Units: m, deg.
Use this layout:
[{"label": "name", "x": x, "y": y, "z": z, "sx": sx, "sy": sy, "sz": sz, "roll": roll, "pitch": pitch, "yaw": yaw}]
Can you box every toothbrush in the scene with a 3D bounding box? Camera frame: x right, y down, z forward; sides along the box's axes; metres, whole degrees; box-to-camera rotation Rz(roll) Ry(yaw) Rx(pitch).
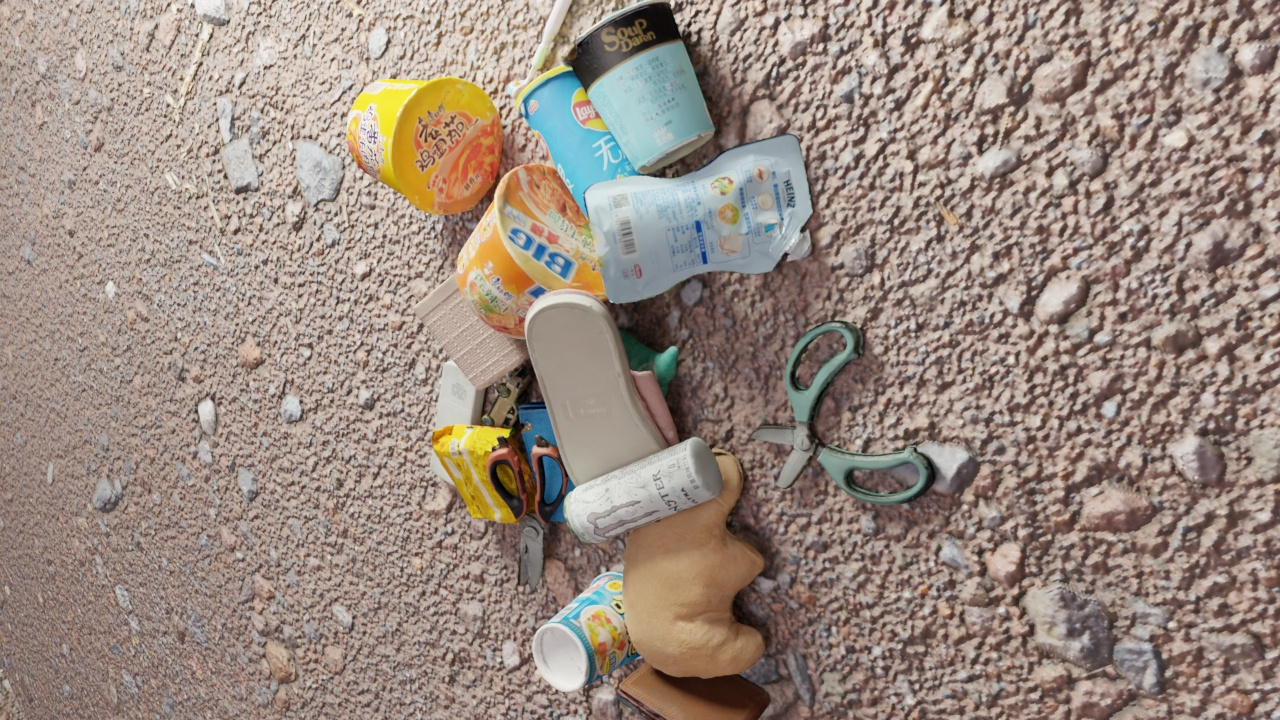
[{"label": "toothbrush", "x": -0.082, "y": -0.339, "z": 0.891, "sx": 0.021, "sy": 0.029, "sz": 0.190, "roll": 24, "pitch": 120, "yaw": -16}]

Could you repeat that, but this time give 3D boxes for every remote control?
[{"label": "remote control", "x": -0.213, "y": 0.074, "z": 1.074, "sx": 0.058, "sy": 0.021, "sz": 0.150, "roll": 25, "pitch": 114, "yaw": 29}]

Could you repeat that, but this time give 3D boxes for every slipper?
[{"label": "slipper", "x": -0.033, "y": 0.045, "z": 0.872, "sx": 0.114, "sy": 0.054, "sz": 0.274, "roll": -12, "pitch": 124, "yaw": 15}]

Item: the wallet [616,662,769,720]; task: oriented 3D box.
[{"label": "wallet", "x": 0.051, "y": 0.332, "z": 0.895, "sx": 0.125, "sy": 0.101, "sz": 0.032, "roll": 23, "pitch": 115, "yaw": 29}]

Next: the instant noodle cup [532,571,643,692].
[{"label": "instant noodle cup", "x": -0.048, "y": 0.279, "z": 0.930, "sx": 0.099, "sy": 0.109, "sz": 0.099, "roll": 8, "pitch": 104, "yaw": 34}]

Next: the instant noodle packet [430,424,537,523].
[{"label": "instant noodle packet", "x": -0.166, "y": 0.125, "z": 1.016, "sx": 0.111, "sy": 0.044, "sz": 0.128, "roll": 0, "pitch": 125, "yaw": 30}]

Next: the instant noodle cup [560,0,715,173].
[{"label": "instant noodle cup", "x": 0.005, "y": -0.233, "z": 0.805, "sx": 0.111, "sy": 0.111, "sz": 0.120, "roll": -24, "pitch": 94, "yaw": 36}]

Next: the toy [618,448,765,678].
[{"label": "toy", "x": 0.048, "y": 0.198, "z": 0.882, "sx": 0.143, "sy": 0.082, "sz": 0.226, "roll": -1, "pitch": 100, "yaw": 7}]

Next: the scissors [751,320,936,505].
[{"label": "scissors", "x": 0.182, "y": 0.061, "z": 0.793, "sx": 0.180, "sy": 0.019, "sz": 0.170, "roll": 32, "pitch": 116, "yaw": 24}]

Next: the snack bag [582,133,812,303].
[{"label": "snack bag", "x": 0.053, "y": -0.119, "z": 0.787, "sx": 0.191, "sy": 0.039, "sz": 0.110, "roll": -13, "pitch": 89, "yaw": 3}]

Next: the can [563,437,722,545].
[{"label": "can", "x": 0.002, "y": 0.123, "z": 0.855, "sx": 0.147, "sy": 0.058, "sz": 0.058, "roll": -26, "pitch": 85, "yaw": 25}]

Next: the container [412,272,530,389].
[{"label": "container", "x": -0.160, "y": -0.040, "z": 0.960, "sx": 0.090, "sy": 0.090, "sz": 0.111, "roll": -31, "pitch": 96, "yaw": 33}]

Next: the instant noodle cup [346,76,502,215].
[{"label": "instant noodle cup", "x": -0.231, "y": -0.230, "z": 0.956, "sx": 0.110, "sy": 0.137, "sz": 0.138, "roll": 23, "pitch": 113, "yaw": 38}]

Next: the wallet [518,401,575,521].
[{"label": "wallet", "x": -0.074, "y": 0.107, "z": 0.971, "sx": 0.107, "sy": 0.040, "sz": 0.133, "roll": -4, "pitch": 106, "yaw": 35}]

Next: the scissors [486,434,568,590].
[{"label": "scissors", "x": -0.130, "y": 0.167, "z": 0.990, "sx": 0.193, "sy": 0.015, "sz": 0.207, "roll": 43, "pitch": 122, "yaw": -15}]

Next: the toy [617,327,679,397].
[{"label": "toy", "x": -0.005, "y": 0.005, "z": 0.908, "sx": 0.092, "sy": 0.030, "sz": 0.097, "roll": 38, "pitch": 128, "yaw": 28}]

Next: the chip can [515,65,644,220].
[{"label": "chip can", "x": -0.033, "y": -0.166, "z": 0.850, "sx": 0.071, "sy": 0.071, "sz": 0.210, "roll": -35, "pitch": 84, "yaw": 35}]

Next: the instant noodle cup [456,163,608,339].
[{"label": "instant noodle cup", "x": -0.099, "y": -0.097, "z": 0.885, "sx": 0.112, "sy": 0.151, "sz": 0.151, "roll": -36, "pitch": 79, "yaw": 43}]

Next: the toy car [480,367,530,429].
[{"label": "toy car", "x": -0.144, "y": 0.047, "z": 1.007, "sx": 0.035, "sy": 0.042, "sz": 0.091, "roll": 30, "pitch": 123, "yaw": 2}]
